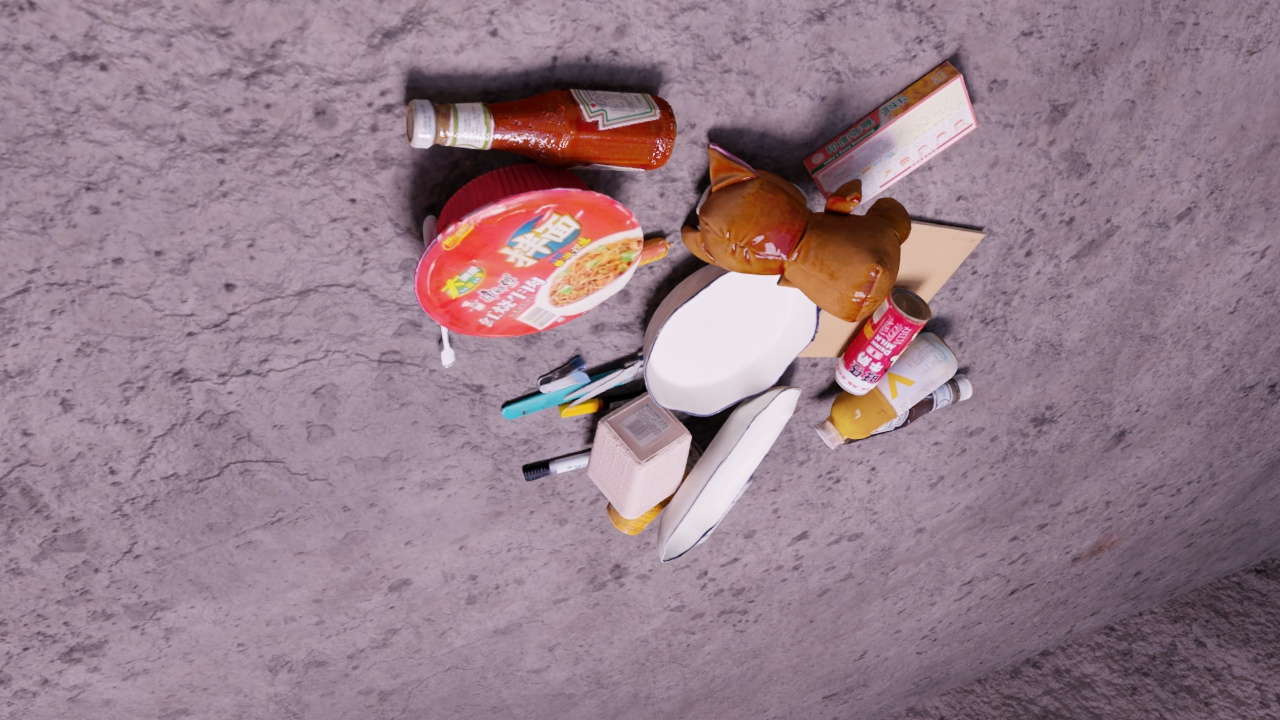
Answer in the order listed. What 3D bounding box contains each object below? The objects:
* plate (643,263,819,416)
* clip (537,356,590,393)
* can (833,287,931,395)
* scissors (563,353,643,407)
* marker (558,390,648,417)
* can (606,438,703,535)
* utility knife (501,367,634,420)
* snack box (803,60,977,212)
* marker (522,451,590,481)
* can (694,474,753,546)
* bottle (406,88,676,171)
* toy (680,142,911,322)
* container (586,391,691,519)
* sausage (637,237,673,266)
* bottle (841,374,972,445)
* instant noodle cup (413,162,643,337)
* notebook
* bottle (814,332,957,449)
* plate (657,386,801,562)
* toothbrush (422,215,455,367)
[{"bbox_3d":[0.092,-0.029,0.971,0.204,0.045,0.205,-18,139,-17],"label":"plate"},{"bbox_3d":[-0.083,0.019,0.975,0.058,0.045,0.027,-25,145,11],"label":"clip"},{"bbox_3d":[0.281,-0.020,1.076,0.053,0.053,0.133,0,138,-29],"label":"can"},{"bbox_3d":[-0.002,0.014,1.003,0.174,0.012,0.124,-43,142,15],"label":"scissors"},{"bbox_3d":[-0.034,0.046,1.038,0.123,0.015,0.018,-9,143,-23],"label":"marker"},{"bbox_3d":[0.018,0.159,1.167,0.058,0.058,0.146,13,130,-39],"label":"can"},{"bbox_3d":[-0.078,0.037,1.002,0.151,0.012,0.029,-18,141,-8],"label":"utility knife"},{"bbox_3d":[0.236,-0.204,0.865,0.156,0.027,0.077,-34,142,13],"label":"snack box"},{"bbox_3d":[-0.078,0.123,1.105,0.130,0.018,0.023,-12,150,-15],"label":"marker"},{"bbox_3d":[0.095,0.190,1.246,0.058,0.058,0.147,3,136,-31],"label":"can"},{"bbox_3d":[-0.074,-0.178,0.705,0.205,0.059,0.060,-4,139,-24],"label":"bottle"},{"bbox_3d":[0.139,-0.118,0.833,0.199,0.130,0.140,18,131,3],"label":"toy"},{"bbox_3d":[0.000,0.104,1.040,0.089,0.090,0.111,-30,153,-27],"label":"container"},{"bbox_3d":[-0.046,-0.086,0.861,0.165,0.021,0.021,-18,143,-8],"label":"sausage"},{"bbox_3d":[0.355,0.059,1.240,0.194,0.044,0.080,-15,140,-14],"label":"bottle"},{"bbox_3d":[-0.098,-0.098,0.768,0.193,0.065,0.194,-15,151,-9],"label":"instant noodle cup"},{"bbox_3d":[0.283,-0.077,1.061,0.149,0.012,0.212,2,137,-31],"label":"notebook"},{"bbox_3d":[0.305,0.041,1.150,0.189,0.068,0.068,-37,142,3],"label":"bottle"},{"bbox_3d":[0.099,0.130,1.104,0.266,0.034,0.161,-58,158,17],"label":"plate"},{"bbox_3d":[-0.182,-0.060,0.829,0.016,0.016,0.180,-16,141,-19],"label":"toothbrush"}]
